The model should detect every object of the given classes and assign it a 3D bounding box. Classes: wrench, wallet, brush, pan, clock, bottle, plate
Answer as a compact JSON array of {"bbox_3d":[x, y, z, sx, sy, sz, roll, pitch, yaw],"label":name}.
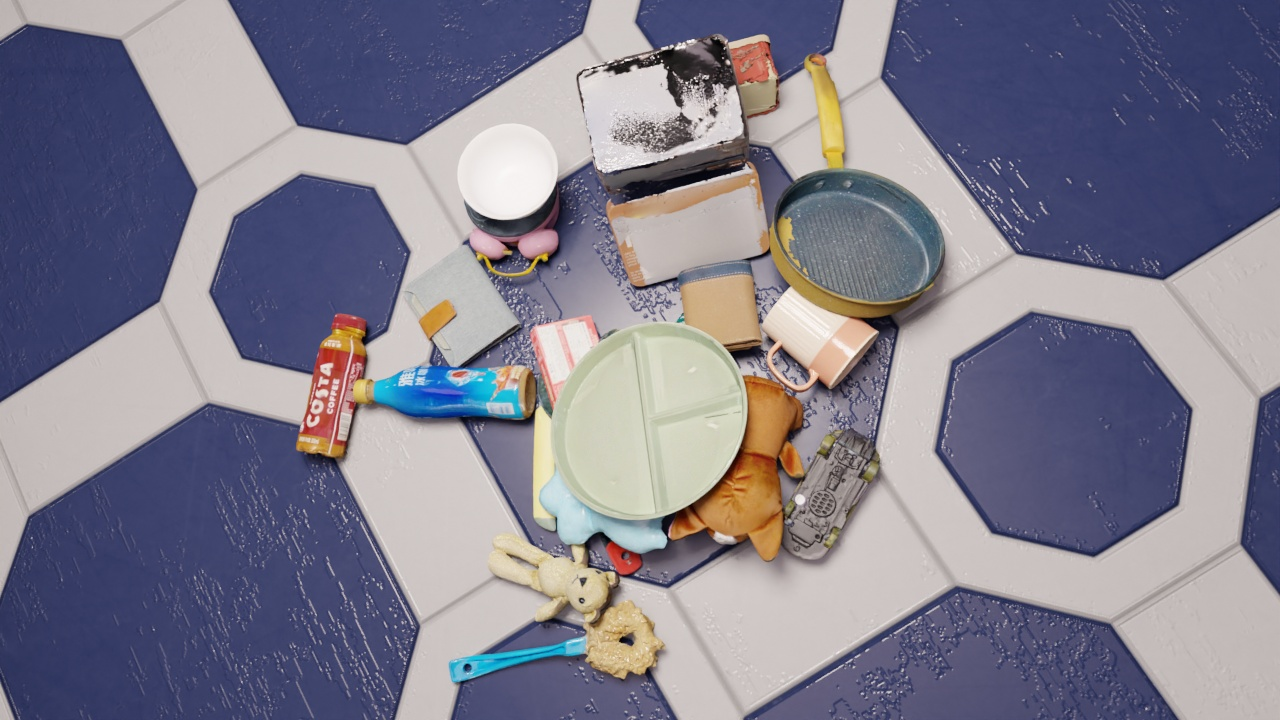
[{"bbox_3d":[-0.063,0.122,1.086,0.056,0.016,0.273,-19,77,-11],"label":"wrench"},{"bbox_3d":[-0.227,-0.066,1.142,0.106,0.037,0.129,-35,76,-1],"label":"wallet"},{"bbox_3d":[-0.097,0.332,1.045,0.255,0.046,0.083,-13,81,9],"label":"brush"},{"bbox_3d":[0.235,-0.212,1.072,0.197,0.078,0.356,-3,58,-10],"label":"pan"},{"bbox_3d":[-0.157,-0.180,1.143,0.117,0.060,0.158,1,77,7],"label":"clock"},{"bbox_3d":[-0.238,0.038,1.108,0.219,0.065,0.065,0,78,9],"label":"bottle"},{"bbox_3d":[-0.376,0.031,1.132,0.057,0.057,0.174,9,80,10],"label":"bottle"},{"bbox_3d":[0.093,-0.062,1.077,0.090,0.033,0.115,-9,58,7],"label":"wallet"},{"bbox_3d":[0.009,0.065,1.005,0.231,0.027,0.229,-10,62,20],"label":"plate"}]

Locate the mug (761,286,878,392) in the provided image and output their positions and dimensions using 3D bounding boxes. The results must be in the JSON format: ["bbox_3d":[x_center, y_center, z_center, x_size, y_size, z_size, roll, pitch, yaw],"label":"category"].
[{"bbox_3d":[0.193,-0.021,1.047,0.106,0.082,0.114,41,84,15],"label":"mug"}]

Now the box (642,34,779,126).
[{"bbox_3d":[0.084,-0.325,1.121,0.168,0.091,0.076,-14,74,5],"label":"box"}]

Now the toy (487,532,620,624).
[{"bbox_3d":[-0.103,0.242,1.046,0.157,0.066,0.105,18,62,21],"label":"toy"}]

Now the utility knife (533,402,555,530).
[{"bbox_3d":[-0.113,0.100,1.100,0.031,0.021,0.204,-1,80,4],"label":"utility knife"}]

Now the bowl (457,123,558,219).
[{"bbox_3d":[-0.150,-0.211,1.084,0.118,0.065,0.118,-1,77,6],"label":"bowl"}]

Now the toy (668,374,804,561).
[{"bbox_3d":[0.110,0.118,1.016,0.140,0.131,0.199,5,59,14],"label":"toy"}]

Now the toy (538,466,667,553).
[{"bbox_3d":[-0.035,0.157,1.032,0.156,0.049,0.161,-40,66,18],"label":"toy"}]

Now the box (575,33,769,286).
[{"bbox_3d":[0.041,-0.219,1.046,0.179,0.134,0.271,-13,109,5],"label":"box"}]

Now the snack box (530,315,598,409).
[{"bbox_3d":[-0.073,0.025,1.091,0.075,0.026,0.152,-13,76,-23],"label":"snack box"}]

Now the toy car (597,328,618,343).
[{"bbox_3d":[-0.006,0.006,1.092,0.105,0.032,0.048,36,70,2],"label":"toy car"}]

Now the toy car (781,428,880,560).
[{"bbox_3d":[0.209,0.149,1.031,0.070,0.042,0.158,32,84,13],"label":"toy car"}]

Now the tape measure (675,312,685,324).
[{"bbox_3d":[0.060,-0.024,1.097,0.058,0.025,0.054,36,85,14],"label":"tape measure"}]
